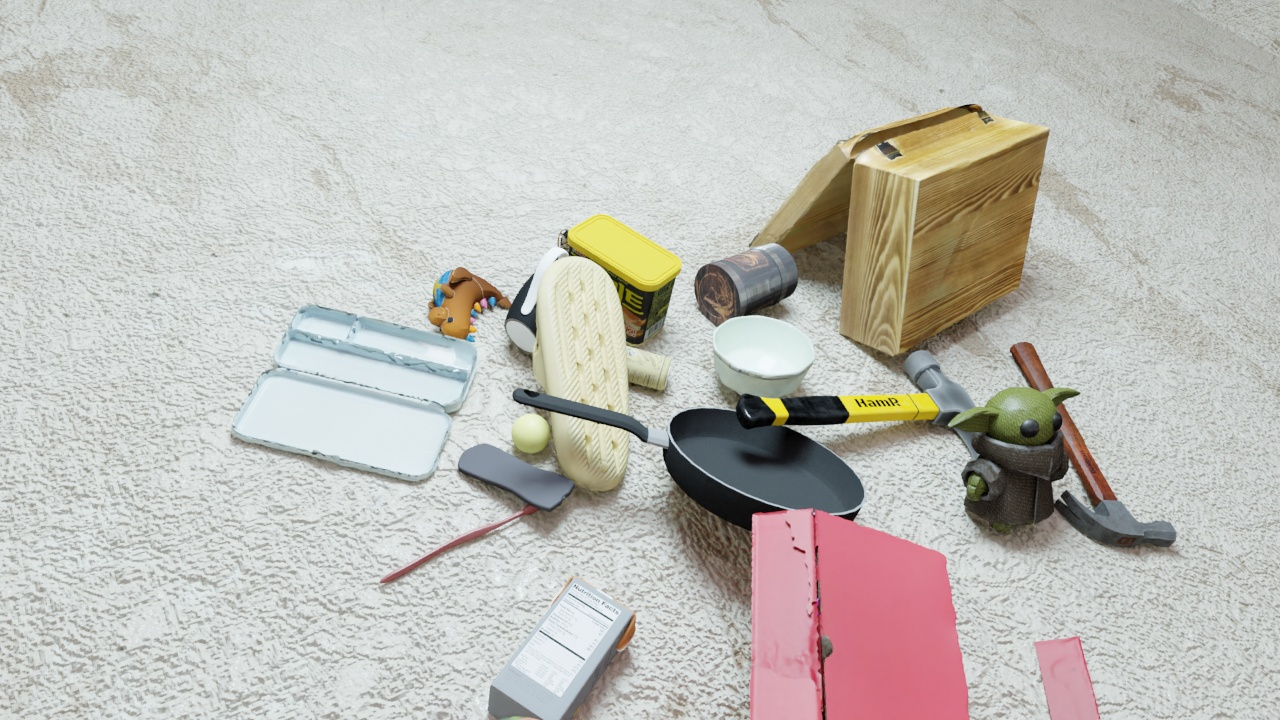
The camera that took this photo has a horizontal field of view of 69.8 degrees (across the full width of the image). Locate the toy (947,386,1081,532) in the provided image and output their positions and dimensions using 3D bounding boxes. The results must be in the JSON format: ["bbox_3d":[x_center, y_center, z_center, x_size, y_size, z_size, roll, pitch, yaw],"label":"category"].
[{"bbox_3d":[0.394,0.103,0.959,0.179,0.153,0.078,-10,21,-24],"label":"toy"}]

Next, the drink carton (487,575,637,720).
[{"bbox_3d":[-0.064,0.248,0.762,0.076,0.049,0.124,28,45,15],"label":"drink carton"}]

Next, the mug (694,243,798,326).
[{"bbox_3d":[0.122,-0.101,1.157,0.107,0.080,0.116,-23,28,-34],"label":"mug"}]

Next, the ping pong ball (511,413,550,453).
[{"bbox_3d":[-0.112,0.075,0.937,0.040,0.040,0.040,7,44,-7],"label":"ping pong ball"}]

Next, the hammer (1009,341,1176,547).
[{"bbox_3d":[0.504,0.088,1.080,0.111,0.028,0.300,4,44,-11],"label":"hammer"}]

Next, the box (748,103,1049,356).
[{"bbox_3d":[0.327,-0.209,1.191,0.278,0.270,0.264,-23,38,-32],"label":"box"}]

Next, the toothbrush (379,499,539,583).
[{"bbox_3d":[-0.159,0.162,0.855,0.184,0.015,0.015,-24,52,-32],"label":"toothbrush"}]

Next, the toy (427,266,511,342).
[{"bbox_3d":[-0.195,-0.058,1.061,0.103,0.071,0.090,17,52,-30],"label":"toy"}]

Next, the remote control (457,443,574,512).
[{"bbox_3d":[-0.125,0.113,0.900,0.124,0.009,0.046,20,40,25],"label":"remote control"}]

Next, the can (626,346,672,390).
[{"bbox_3d":[-0.006,0.006,1.034,0.079,0.038,0.038,16,43,3],"label":"can"}]

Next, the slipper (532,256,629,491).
[{"bbox_3d":[-0.073,0.015,0.964,0.111,0.079,0.261,16,58,-43],"label":"slipper"}]

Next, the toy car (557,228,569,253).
[{"bbox_3d":[-0.049,-0.142,1.170,0.112,0.047,0.047,24,49,10],"label":"toy car"}]

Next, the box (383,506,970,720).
[{"bbox_3d":[0.028,0.231,0.755,0.467,0.138,0.214,5,45,2],"label":"box"}]

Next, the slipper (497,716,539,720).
[{"bbox_3d":[-0.053,0.370,0.634,0.103,0.059,0.248,-16,66,-28],"label":"slipper"}]

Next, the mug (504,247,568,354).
[{"bbox_3d":[-0.104,-0.069,1.033,0.085,0.119,0.100,27,55,21],"label":"mug"}]

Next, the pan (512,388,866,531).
[{"bbox_3d":[0.046,0.090,0.891,0.355,0.044,0.204,15,19,-10],"label":"pan"}]

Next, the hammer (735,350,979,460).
[{"bbox_3d":[0.246,0.057,1.010,0.324,0.034,0.169,0,44,-27],"label":"hammer"}]

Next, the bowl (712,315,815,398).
[{"bbox_3d":[0.135,0.005,1.047,0.117,0.061,0.117,5,36,-4],"label":"bowl"}]

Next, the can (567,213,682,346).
[{"bbox_3d":[-0.026,-0.094,1.087,0.131,0.101,0.072,34,47,20],"label":"can"}]

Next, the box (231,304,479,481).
[{"bbox_3d":[-0.288,0.031,0.952,0.209,0.038,0.189,12,51,-1],"label":"box"}]
